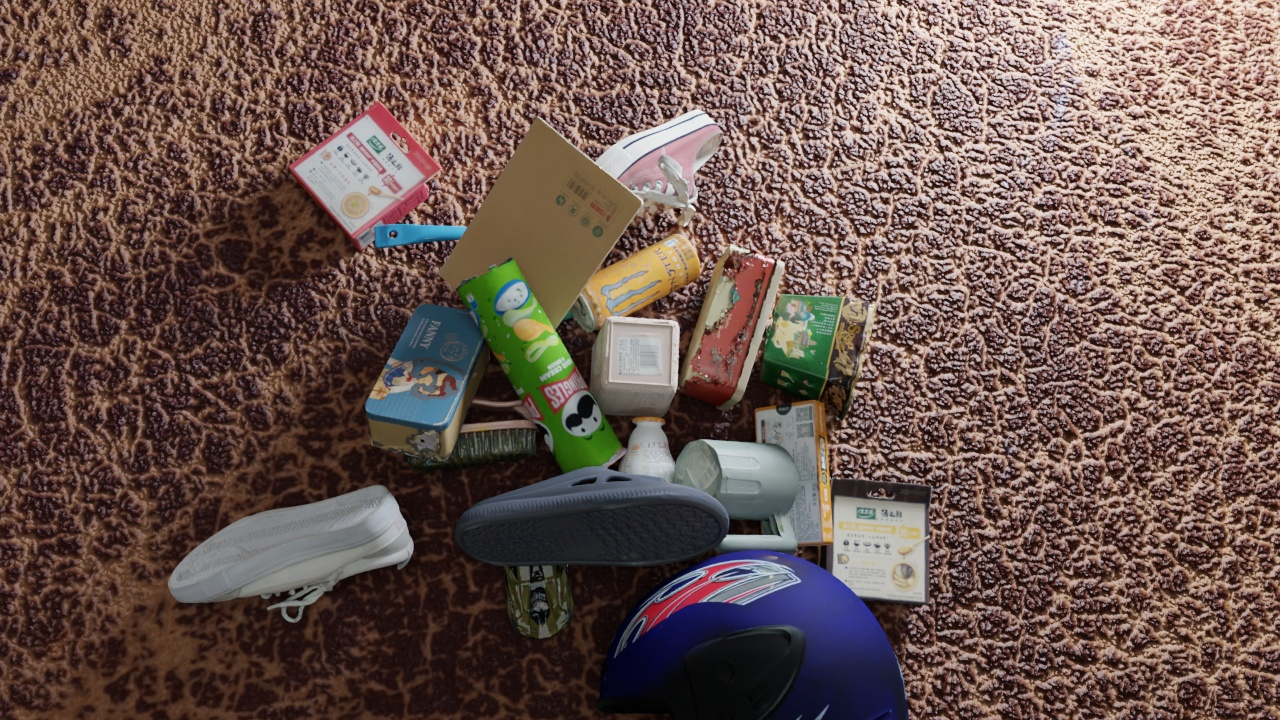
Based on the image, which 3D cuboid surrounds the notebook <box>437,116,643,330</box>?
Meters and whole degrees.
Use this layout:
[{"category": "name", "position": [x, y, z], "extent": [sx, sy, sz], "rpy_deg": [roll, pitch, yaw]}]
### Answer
[{"category": "notebook", "position": [-0.110, -0.127, 0.967], "extent": [0.148, 0.008, 0.208], "rpy_deg": [40, 110, 10]}]

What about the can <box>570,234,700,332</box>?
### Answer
[{"category": "can", "position": [-0.006, -0.086, 1.017], "extent": [0.145, 0.058, 0.058], "rpy_deg": [-28, 81, -20]}]

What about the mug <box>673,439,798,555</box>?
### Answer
[{"category": "mug", "position": [0.103, 0.141, 0.943], "extent": [0.103, 0.084, 0.123], "rpy_deg": [9, 53, -35]}]

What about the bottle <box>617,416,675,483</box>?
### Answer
[{"category": "bottle", "position": [0.008, 0.115, 0.977], "extent": [0.063, 0.063, 0.108], "rpy_deg": [3, 77, -5]}]

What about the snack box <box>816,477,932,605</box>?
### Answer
[{"category": "snack box", "position": [0.251, 0.195, 0.988], "extent": [0.113, 0.053, 0.125], "rpy_deg": [6, 75, -4]}]

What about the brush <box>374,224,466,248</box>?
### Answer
[{"category": "brush", "position": [-0.166, -0.144, 1.025], "extent": [0.254, 0.046, 0.083], "rpy_deg": [-4, 79, -13]}]

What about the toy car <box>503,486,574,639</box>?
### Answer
[{"category": "toy car", "position": [-0.111, 0.208, 0.956], "extent": [0.070, 0.042, 0.158], "rpy_deg": [-8, 75, -8]}]

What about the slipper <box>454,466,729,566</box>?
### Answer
[{"category": "slipper", "position": [-0.049, 0.141, 0.895], "extent": [0.268, 0.111, 0.083], "rpy_deg": [-7, 46, 12]}]

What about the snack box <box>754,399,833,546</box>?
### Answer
[{"category": "snack box", "position": [0.164, 0.123, 0.989], "extent": [0.075, 0.026, 0.153], "rpy_deg": [-12, 73, 37]}]

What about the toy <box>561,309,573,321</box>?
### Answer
[{"category": "toy", "position": [-0.114, -0.063, 1.026], "extent": [0.091, 0.030, 0.096], "rpy_deg": [-14, 73, -14]}]

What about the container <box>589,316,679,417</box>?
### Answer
[{"category": "container", "position": [-0.006, 0.006, 0.977], "extent": [0.090, 0.111, 0.090], "rpy_deg": [4, 76, -5]}]

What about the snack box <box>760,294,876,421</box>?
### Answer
[{"category": "snack box", "position": [0.191, -0.013, 1.011], "extent": [0.106, 0.117, 0.118], "rpy_deg": [15, 72, 10]}]

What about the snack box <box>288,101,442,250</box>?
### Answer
[{"category": "snack box", "position": [-0.305, -0.207, 1.031], "extent": [0.127, 0.044, 0.113], "rpy_deg": [-41, 83, -12]}]

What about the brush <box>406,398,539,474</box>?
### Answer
[{"category": "brush", "position": [-0.178, 0.075, 0.968], "extent": [0.145, 0.063, 0.073], "rpy_deg": [-6, 74, -8]}]

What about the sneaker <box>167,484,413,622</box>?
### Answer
[{"category": "sneaker", "position": [-0.343, 0.202, 0.918], "extent": [0.242, 0.089, 0.091], "rpy_deg": [-18, 120, 5]}]

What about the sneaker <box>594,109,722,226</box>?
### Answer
[{"category": "sneaker", "position": [0.019, -0.198, 1.020], "extent": [0.088, 0.119, 0.240], "rpy_deg": [45, 56, 13]}]

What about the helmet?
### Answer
[{"category": "helmet", "position": [0.078, 0.313, 0.851], "extent": [0.315, 0.247, 0.240], "rpy_deg": [-28, 66, -1]}]

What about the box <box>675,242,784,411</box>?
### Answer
[{"category": "box", "position": [0.089, -0.040, 1.008], "extent": [0.080, 0.091, 0.168], "rpy_deg": [20, 75, -4]}]

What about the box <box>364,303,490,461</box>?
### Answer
[{"category": "box", "position": [-0.212, 0.015, 0.945], "extent": [0.090, 0.059, 0.183], "rpy_deg": [9, 46, 1]}]

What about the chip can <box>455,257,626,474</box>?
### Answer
[{"category": "chip can", "position": [-0.103, 0.011, 0.947], "extent": [0.072, 0.072, 0.236], "rpy_deg": [-30, 94, -12]}]
